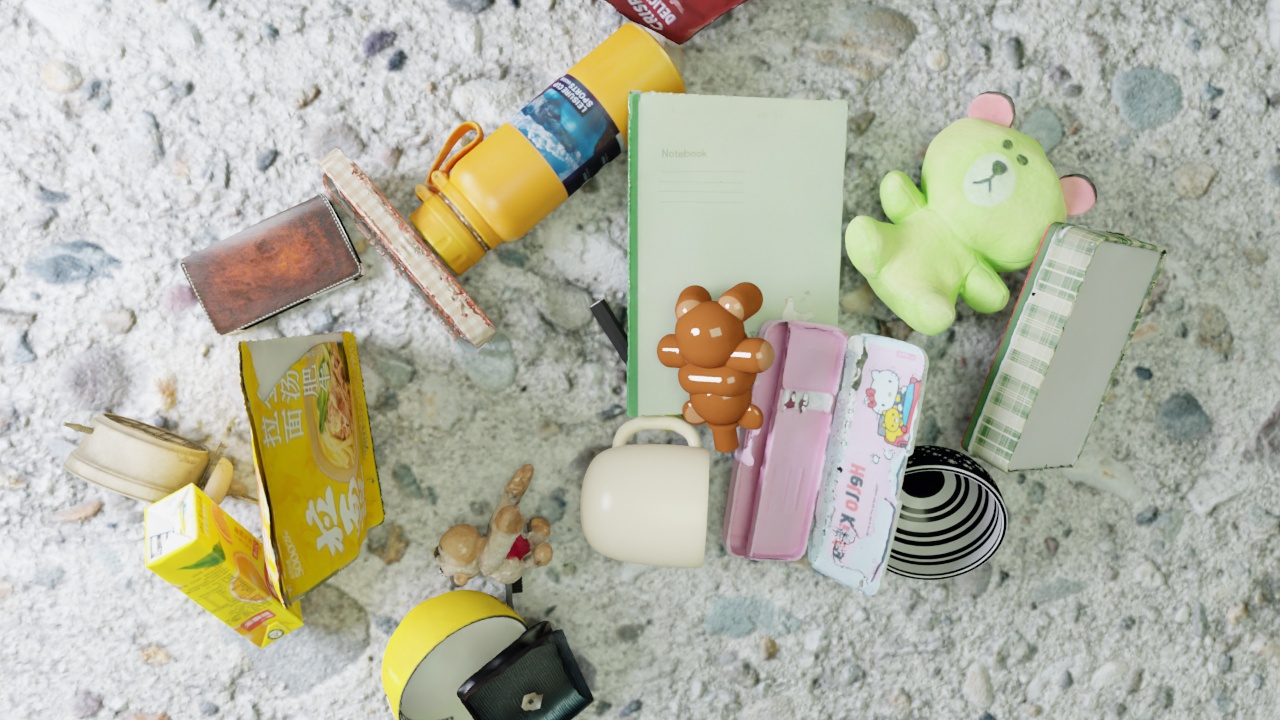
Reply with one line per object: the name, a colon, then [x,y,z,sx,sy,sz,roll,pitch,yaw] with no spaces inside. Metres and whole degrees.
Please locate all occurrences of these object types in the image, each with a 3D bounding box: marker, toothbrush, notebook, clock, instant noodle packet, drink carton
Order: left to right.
clock: [-0.353,0.078,0.689,0.140,0.093,0.054,24,81,-16]
drink carton: [-0.304,0.155,0.675,0.043,0.058,0.135,-29,136,-4]
instant noodle packet: [-0.236,0.064,0.635,0.084,0.222,0.163,-7,94,-11]
toothbrush: [-0.102,0.247,0.763,0.013,0.013,0.167,-3,92,-16]
marker: [-0.005,0.004,0.766,0.018,0.021,0.124,-29,95,39]
notebook: [0.077,-0.081,0.732,0.181,0.010,0.252,-2,100,-14]

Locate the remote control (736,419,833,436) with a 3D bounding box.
remote control: [0.099,0.046,0.777,0.143,0.024,0.049,26,84,-12]

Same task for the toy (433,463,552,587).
toy: [-0.121,0.141,0.736,0.106,0.085,0.074,-30,117,13]

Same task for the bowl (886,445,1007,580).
bowl: [0.240,0.118,0.772,0.120,0.066,0.120,5,121,8]

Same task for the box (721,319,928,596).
box: [0.146,0.073,0.738,0.146,0.077,0.202,12,99,15]

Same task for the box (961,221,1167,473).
box: [0.347,-0.007,0.754,0.117,0.051,0.206,-1,114,-36]

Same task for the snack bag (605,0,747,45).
snack bag: [0.062,-0.331,0.731,0.207,0.067,0.139,-30,62,-14]

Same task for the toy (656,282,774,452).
toy: [0.063,0.007,0.708,0.095,0.065,0.128,3,117,29]

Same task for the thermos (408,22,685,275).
thermos: [-0.079,-0.168,0.727,0.232,0.076,0.091,-41,60,-4]

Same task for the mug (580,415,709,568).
mug: [0.003,0.103,0.734,0.100,0.096,0.120,3,76,3]

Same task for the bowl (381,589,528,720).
bowl: [-0.151,0.227,0.719,0.117,0.068,0.117,-25,132,-31]

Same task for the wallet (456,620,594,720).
wallet: [-0.090,0.264,0.726,0.089,0.026,0.115,-34,131,-21]

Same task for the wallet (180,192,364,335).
wallet: [-0.289,-0.075,0.725,0.123,0.019,0.072,-26,95,-6]

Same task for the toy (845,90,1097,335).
toy: [0.266,-0.112,0.764,0.196,0.107,0.150,-35,73,-14]

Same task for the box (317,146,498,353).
box: [-0.180,-0.083,0.713,0.041,0.082,0.187,-40,95,-7]
